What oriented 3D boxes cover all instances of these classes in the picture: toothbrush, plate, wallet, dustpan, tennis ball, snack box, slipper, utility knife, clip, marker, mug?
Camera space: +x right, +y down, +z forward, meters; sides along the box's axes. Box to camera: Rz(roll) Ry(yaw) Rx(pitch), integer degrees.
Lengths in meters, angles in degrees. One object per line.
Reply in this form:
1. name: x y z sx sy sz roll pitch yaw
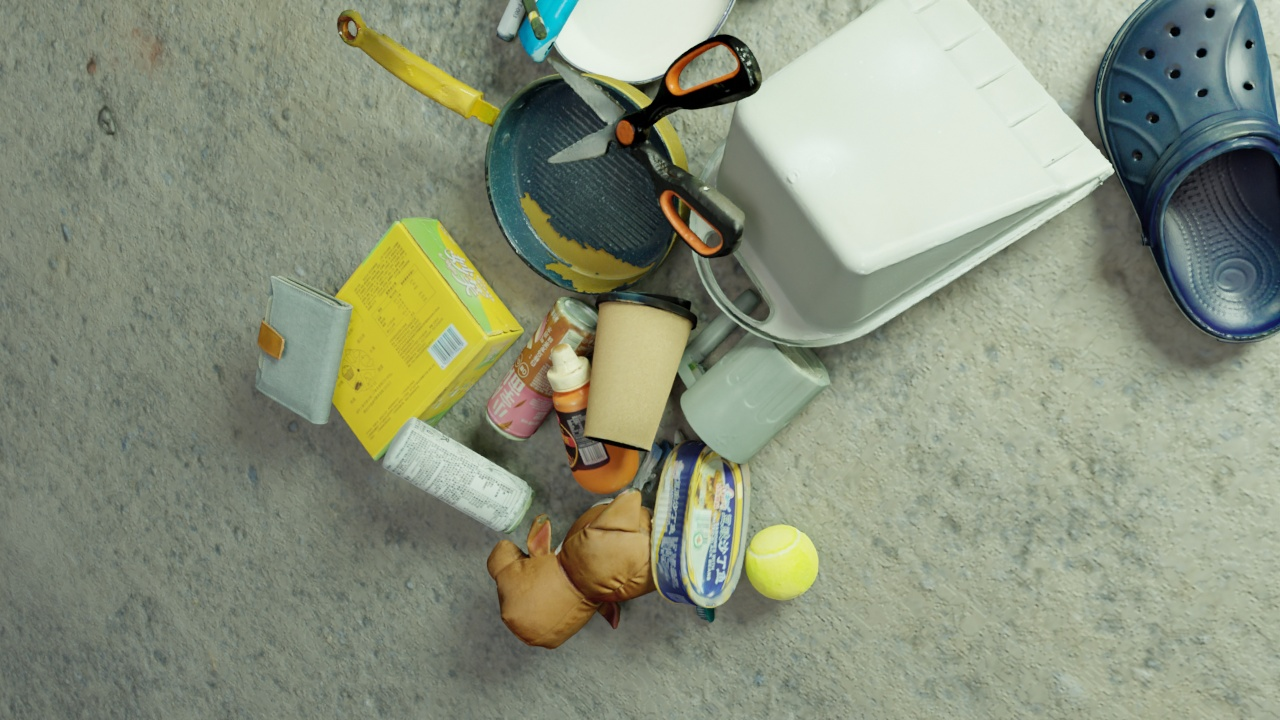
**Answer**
1. toothbrush: 0.049 0.159 0.877 0.018 0.016 0.191 -5 98 37
2. plate: 0.000 -0.344 0.788 0.205 0.045 0.205 5 101 24
3. wallet: -0.355 -0.013 0.948 0.106 0.036 0.130 23 108 21
4. dustpan: 0.169 -0.137 0.720 0.257 0.143 0.222 -28 73 -11
5. tennis ball: 0.125 0.180 0.816 0.065 0.065 0.065 5 102 25
6. snack box: -0.244 -0.022 0.952 0.211 0.069 0.157 -43 80 26
7. slipper: 0.381 -0.130 0.621 0.105 0.095 0.253 -14 97 24
8. utility knife: -0.037 -0.351 0.766 0.034 0.018 0.224 46 117 13
9. clip: 0.010 0.103 0.880 0.058 0.036 0.025 -66 34 23
10. toothbrush: -0.112 -0.344 0.815 0.017 0.012 0.185 -43 53 33
11. marker: -0.102 -0.358 0.848 0.131 0.022 0.018 -60 30 21
12. mug: 0.090 0.011 0.801 0.104 0.083 0.124 -46 54 24

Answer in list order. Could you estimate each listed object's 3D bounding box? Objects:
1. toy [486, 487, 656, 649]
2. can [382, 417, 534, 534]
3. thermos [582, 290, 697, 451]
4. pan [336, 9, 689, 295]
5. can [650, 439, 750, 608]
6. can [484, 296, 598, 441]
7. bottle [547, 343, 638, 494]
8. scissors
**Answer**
1. toy: -0.045 0.192 0.879 0.200 0.130 0.140 -33 124 31
2. can: -0.182 0.116 0.920 0.146 0.058 0.058 33 116 -17
3. thermos: -0.005 0.005 0.809 0.093 0.093 0.143 8 80 24
4. pan: -0.117 -0.202 0.819 0.357 0.078 0.198 40 125 6
5. can: 0.054 0.143 0.817 0.049 0.074 0.148 -10 68 55
6. can: -0.093 0.009 0.892 0.058 0.057 0.148 43 114 12
7. bottle: -0.050 0.051 0.855 0.067 0.066 0.149 -7 117 26
8. scissors: 0.011 -0.175 0.707 0.233 0.021 0.221 -36 84 46
